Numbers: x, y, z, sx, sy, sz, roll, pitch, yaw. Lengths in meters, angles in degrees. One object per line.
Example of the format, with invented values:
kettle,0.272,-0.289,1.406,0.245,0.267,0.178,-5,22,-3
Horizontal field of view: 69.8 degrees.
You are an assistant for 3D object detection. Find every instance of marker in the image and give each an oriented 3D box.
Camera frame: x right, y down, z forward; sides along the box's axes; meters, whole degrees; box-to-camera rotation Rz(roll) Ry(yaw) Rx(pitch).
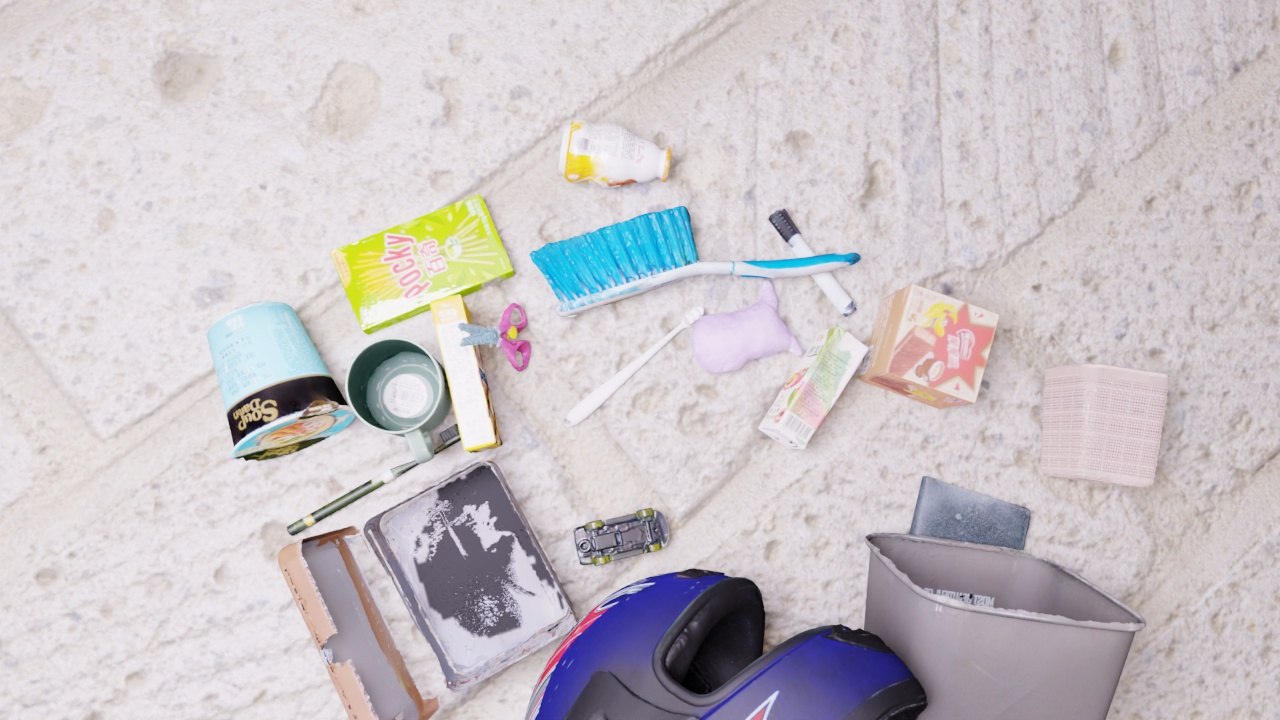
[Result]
marker,0.177,-0.100,0.937,0.023,0.018,0.130,-39,87,20

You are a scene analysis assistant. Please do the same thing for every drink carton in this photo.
drink carton,0.171,0.028,0.903,0.045,0.053,0.122,36,81,-5

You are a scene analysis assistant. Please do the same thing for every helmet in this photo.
helmet,0.043,0.292,0.755,0.316,0.247,0.240,-48,58,7

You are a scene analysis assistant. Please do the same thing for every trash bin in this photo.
trash bin,0.294,0.288,0.813,0.199,0.198,0.220,8,96,-3

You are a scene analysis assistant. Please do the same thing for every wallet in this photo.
wallet,0.328,0.179,0.920,0.121,0.019,0.097,18,81,-5

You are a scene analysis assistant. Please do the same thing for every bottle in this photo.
bottle,-0.025,-0.201,0.906,0.108,0.063,0.063,7,82,-5

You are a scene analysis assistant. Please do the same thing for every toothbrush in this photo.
toothbrush,-0.005,0.005,0.906,0.180,0.016,0.016,-40,86,-9
toothbrush,-0.250,0.112,0.870,0.185,0.012,0.017,-30,81,-9

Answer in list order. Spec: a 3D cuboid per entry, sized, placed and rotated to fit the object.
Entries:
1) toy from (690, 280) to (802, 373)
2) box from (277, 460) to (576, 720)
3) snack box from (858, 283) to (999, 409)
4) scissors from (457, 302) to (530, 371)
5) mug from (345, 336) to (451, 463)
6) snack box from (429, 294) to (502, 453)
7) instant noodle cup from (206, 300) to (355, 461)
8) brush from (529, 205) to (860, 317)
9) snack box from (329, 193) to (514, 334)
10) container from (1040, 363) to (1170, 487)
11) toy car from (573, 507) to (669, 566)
toy,0.099,-0.027,0.910,0.108,0.039,0.084,-20,83,-11
box,-0.161,0.191,0.784,0.158,0.217,0.180,-28,84,3
snack box,0.284,-0.012,0.908,0.094,0.077,0.092,19,81,-4
scissors,-0.133,-0.014,0.844,0.017,0.137,0.072,-6,96,18
mug,-0.211,0.040,0.834,0.082,0.106,0.111,-21,85,-9
snack box,-0.161,0.015,0.853,0.033,0.087,0.140,-16,84,-6
instant noodle cup,-0.332,0.014,0.832,0.111,0.111,0.120,-24,78,-8
brush,0.056,-0.103,0.904,0.314,0.060,0.109,-18,91,-5
snack box,-0.211,-0.094,0.892,0.156,0.026,0.085,-22,85,-8
container,0.457,0.065,0.912,0.090,0.090,0.111,9,85,-5
toy car,-0.018,0.167,0.875,0.090,0.035,0.042,-12,86,-8
